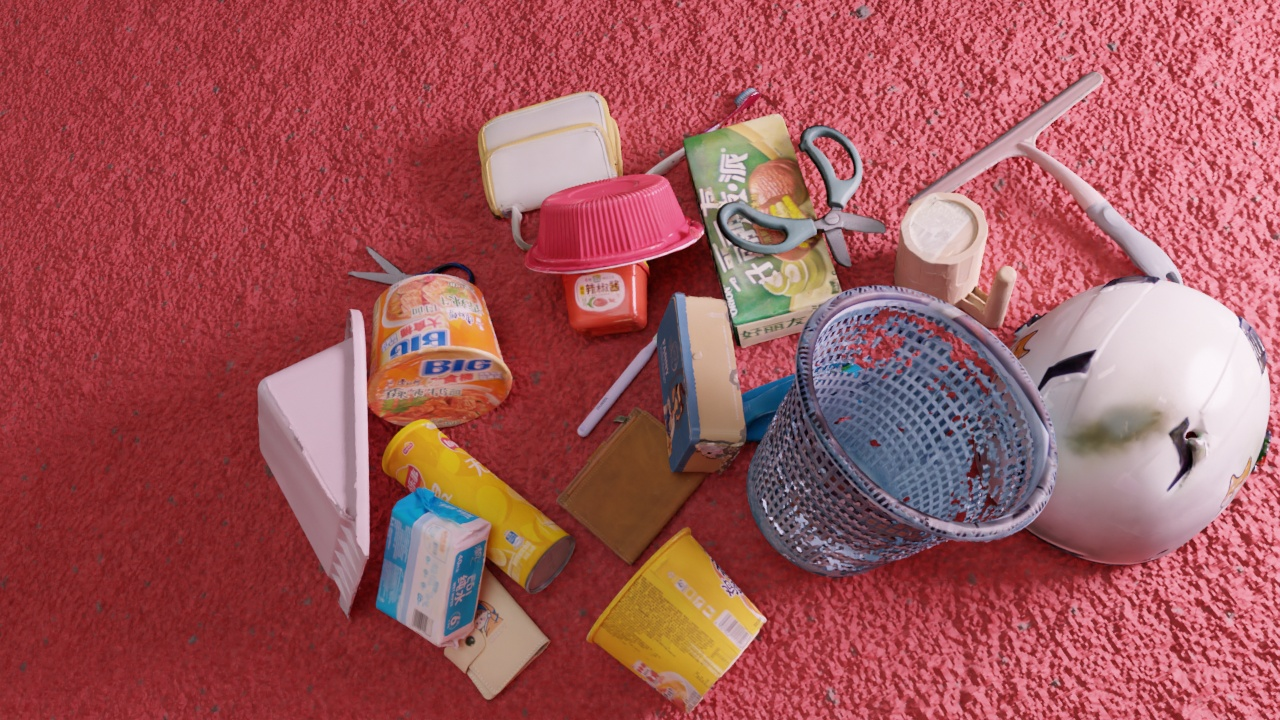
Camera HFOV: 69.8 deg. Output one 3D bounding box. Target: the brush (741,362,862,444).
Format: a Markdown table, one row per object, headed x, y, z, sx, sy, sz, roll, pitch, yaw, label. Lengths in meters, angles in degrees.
| x | y | z | sx | sy | sz | roll | pitch | yaw | label |
| --- | --- | --- | --- | --- | --- | --- | --- | --- | --- |
| 0.153 | 0.039 | 0.897 | 0.144 | 0.073 | 0.055 | -19 | 71 | 5 | brush |

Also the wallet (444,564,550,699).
| x | y | z | sx | sy | sz | roll | pitch | yaw | label |
| --- | --- | --- | --- | --- | --- | --- | --- | --- | --- |
| -0.157 | 0.268 | 0.911 | 0.087 | 0.024 | 0.115 | -46 | 66 | -5 | wallet |

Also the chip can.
| x | y | z | sx | sy | sz | roll | pitch | yaw | label |
| --- | --- | --- | --- | --- | --- | --- | --- | --- | --- |
| -0.167 | 0.146 | 0.935 | 0.213 | 0.072 | 0.072 | 35 | 80 | 22 | chip can |

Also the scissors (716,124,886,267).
| x | y | z | sx | sy | sz | roll | pitch | yaw | label |
| --- | --- | --- | --- | --- | --- | --- | --- | --- | --- |
| 0.170 | -0.173 | 0.939 | 0.170 | 0.019 | 0.179 | 9 | 69 | 15 | scissors |

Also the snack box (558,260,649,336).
| x | y | z | sx | sy | sz | roll | pitch | yaw | label |
| --- | --- | --- | --- | --- | --- | --- | --- | --- | --- |
| -0.036 | -0.070 | 0.988 | 0.091 | 0.082 | 0.080 | -7 | 81 | 12 | snack box |

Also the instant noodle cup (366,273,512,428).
| x | y | z | sx | sy | sz | roll | pitch | yaw | label |
| --- | --- | --- | --- | --- | --- | --- | --- | --- | --- |
| -0.218 | -0.013 | 0.975 | 0.151 | 0.151 | 0.111 | -18 | 58 | 6 | instant noodle cup |

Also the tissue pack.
| x | y | z | sx | sy | sz | roll | pitch | yaw | label |
| --- | --- | --- | --- | --- | --- | --- | --- | --- | --- |
| -0.198 | 0.200 | 0.883 | 0.090 | 0.063 | 0.140 | 21 | 108 | 28 | tissue pack |

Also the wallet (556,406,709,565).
| x | y | z | sx | sy | sz | roll | pitch | yaw | label |
| --- | --- | --- | --- | --- | --- | --- | --- | --- | --- |
| -0.012 | 0.119 | 0.927 | 0.119 | 0.035 | 0.130 | 37 | 80 | 23 | wallet |

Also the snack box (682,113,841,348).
| x | y | z | sx | sy | sz | roll | pitch | yaw | label |
| --- | --- | --- | --- | --- | --- | --- | --- | --- | --- |
| 0.127 | -0.141 | 0.979 | 0.114 | 0.063 | 0.239 | -14 | 67 | 4 | snack box |

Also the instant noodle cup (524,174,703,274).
| x | y | z | sx | sy | sz | roll | pitch | yaw | label |
| --- | --- | --- | --- | --- | --- | --- | --- | --- | --- |
| -0.034 | -0.148 | 0.957 | 0.194 | 0.193 | 0.066 | -8 | 111 | 10 | instant noodle cup |

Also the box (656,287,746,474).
| x | y | z | sx | sy | sz | roll | pitch | yaw | label |
| --- | --- | --- | --- | --- | --- | --- | --- | --- | --- |
| 0.056 | 0.017 | 0.907 | 0.059 | 0.090 | 0.184 | 1 | 56 | -14 | box |

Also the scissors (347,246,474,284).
| x | y | z | sx | sy | sz | roll | pitch | yaw | label |
| --- | --- | --- | --- | --- | --- | --- | --- | --- | --- |
| -0.268 | -0.095 | 1.087 | 0.157 | 0.012 | 0.165 | -28 | 64 | 4 | scissors |

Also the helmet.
| x | y | z | sx | sy | sz | roll | pitch | yaw | label |
| --- | --- | --- | --- | --- | --- | --- | --- | --- | --- |
| 0.422 | 0.033 | 0.789 | 0.230 | 0.157 | 0.273 | 36 | 81 | 23 | helmet |

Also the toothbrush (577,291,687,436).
| x | y | z | sx | sy | sz | roll | pitch | yaw | label |
| --- | --- | --- | --- | --- | --- | --- | --- | --- | --- |
| -0.006 | 0.006 | 0.978 | 0.029 | 0.021 | 0.189 | 35 | 82 | 26 | toothbrush |

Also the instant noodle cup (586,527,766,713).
| x | y | z | sx | sy | sz | roll | pitch | yaw | label |
| --- | --- | --- | --- | --- | --- | --- | --- | --- | --- |
| 0.038 | 0.236 | 0.822 | 0.110 | 0.138 | 0.138 | 40 | 82 | 15 | instant noodle cup |

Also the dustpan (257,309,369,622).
| x | y | z | sx | sy | sz | roll | pitch | yaw | label |
| --- | --- | --- | --- | --- | --- | --- | --- | --- | --- |
| -0.286 | 0.090 | 0.924 | 0.138 | 0.223 | 0.273 | -27 | 78 | -32 | dustpan |

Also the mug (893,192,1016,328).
| x | y | z | sx | sy | sz | roll | pitch | yaw | label |
| --- | --- | --- | --- | --- | --- | --- | --- | --- | --- |
| 0.307 | -0.092 | 0.895 | 0.084 | 0.103 | 0.124 | -43 | 65 | -5 | mug |

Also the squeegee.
| x | y | z | sx | sy | sz | roll | pitch | yaw | label |
| --- | --- | --- | --- | --- | --- | --- | --- | --- | --- |
| 0.450 | -0.158 | 0.923 | 0.247 | 0.040 | 0.249 | -36 | 66 | -2 | squeegee |

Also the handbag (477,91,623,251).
| x | y | z | sx | sy | sz | roll | pitch | yaw | label |
| --- | --- | --- | --- | --- | --- | --- | --- | --- | --- |
| -0.103 | -0.215 | 1.071 | 0.163 | 0.063 | 0.178 | -12 | 70 | 10 | handbag |

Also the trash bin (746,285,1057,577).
| x | y | z | sx | sy | sz | roll | pitch | yaw | label |
| --- | --- | --- | --- | --- | --- | --- | --- | --- | --- |
| 0.195 | 0.081 | 0.782 | 0.226 | 0.196 | 0.226 | 10 | 55 | -15 | trash bin |

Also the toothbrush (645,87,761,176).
| x | y | z | sx | sy | sz | roll | pitch | yaw | label |
| --- | --- | --- | --- | --- | --- | --- | --- | --- | --- |
| 0.064 | -0.258 | 1.068 | 0.187 | 0.016 | 0.017 | -39 | 57 | -3 | toothbrush |
